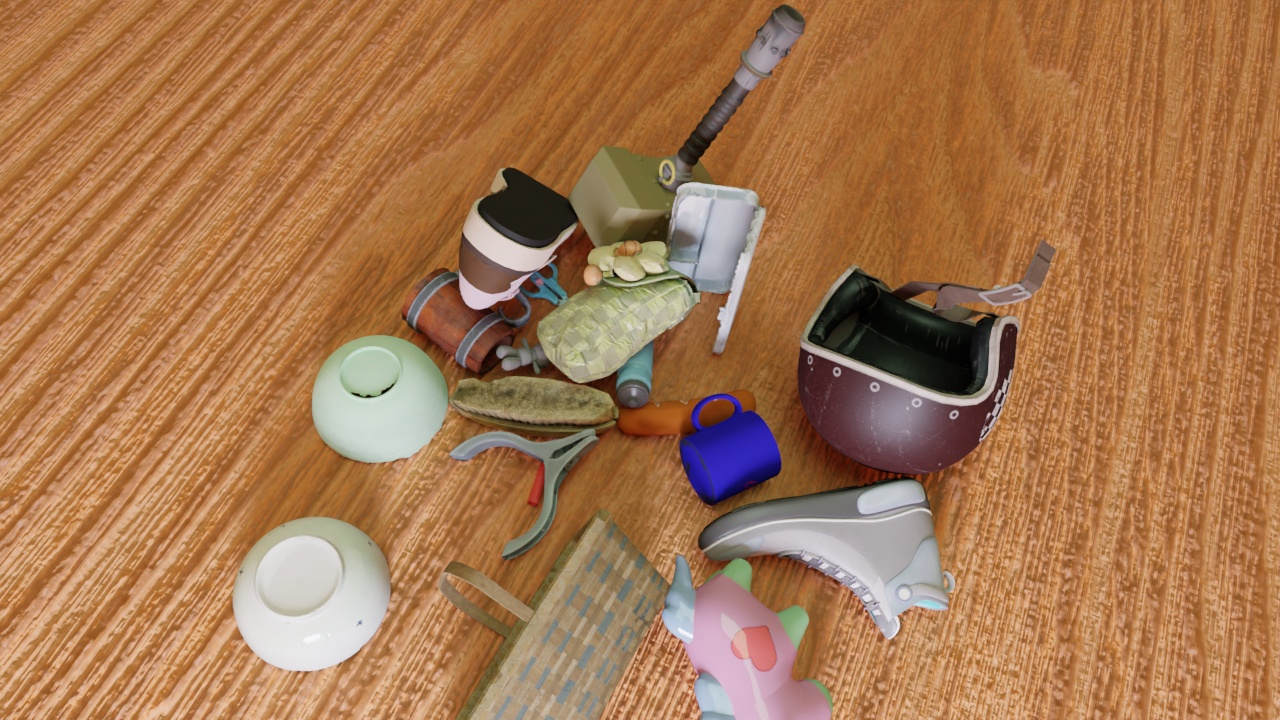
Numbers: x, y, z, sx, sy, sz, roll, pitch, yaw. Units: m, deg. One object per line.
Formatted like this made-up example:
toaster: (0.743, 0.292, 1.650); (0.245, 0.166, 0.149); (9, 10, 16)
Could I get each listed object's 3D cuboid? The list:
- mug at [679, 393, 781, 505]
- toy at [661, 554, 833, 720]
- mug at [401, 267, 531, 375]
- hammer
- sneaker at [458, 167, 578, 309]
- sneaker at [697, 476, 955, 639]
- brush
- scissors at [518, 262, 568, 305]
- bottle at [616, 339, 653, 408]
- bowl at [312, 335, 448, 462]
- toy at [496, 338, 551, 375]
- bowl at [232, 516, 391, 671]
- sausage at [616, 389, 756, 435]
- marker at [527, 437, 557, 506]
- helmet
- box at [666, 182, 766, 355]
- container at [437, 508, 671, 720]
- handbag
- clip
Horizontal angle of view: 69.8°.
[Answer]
mug: (0.092, 0.092, 1.008); (0.083, 0.079, 0.111); (-22, 95, -17)
toy: (0.093, 0.299, 0.887); (0.222, 0.120, 0.170); (41, 52, 2)
mug: (-0.196, -0.054, 1.067); (0.111, 0.082, 0.117); (39, 64, 10)
hammer: (0.076, -0.261, 1.045); (0.189, 0.326, 0.100); (-7, 59, -42)
sneaker: (-0.150, -0.135, 1.070); (0.111, 0.117, 0.293); (29, 21, -11)
sneaker: (0.197, 0.218, 0.964); (0.256, 0.093, 0.160); (-10, 72, -10)
brush: (-0.121, 0.050, 1.029); (0.195, 0.043, 0.059); (6, 59, 8)
scissors: (-0.097, -0.074, 1.128); (0.136, 0.015, 0.055); (44, 68, 10)
bottle: (-0.006, 0.006, 1.052); (0.040, 0.040, 0.129); (6, 40, -3)
bowl: (-0.292, 0.031, 1.012); (0.151, 0.077, 0.150); (2, 61, -4)
toy: (-0.115, -0.006, 1.063); (0.111, 0.030, 0.049); (-4, 58, -41)
bowl: (-0.330, 0.222, 0.908); (0.153, 0.073, 0.153); (2, 62, -4)
sausage: (0.053, 0.061, 1.052); (0.164, 0.039, 0.044); (-6, 53, -9)
marker: (-0.101, 0.097, 1.032); (0.013, 0.013, 0.142); (14, 61, 2)
helmet: (0.294, -0.002, 0.986); (0.233, 0.233, 0.253); (25, 92, 36)
box: (0.073, -0.112, 1.052); (0.105, 0.211, 0.129); (14, 60, 4)
container: (-0.110, 0.255, 0.869); (0.186, 0.158, 0.249); (34, 63, -1)
handbag: (-0.031, -0.066, 1.021); (0.186, 0.117, 0.113); (-36, 38, -18)
clip: (-0.144, 0.115, 0.998); (0.164, 0.031, 0.168); (29, 72, 16)
